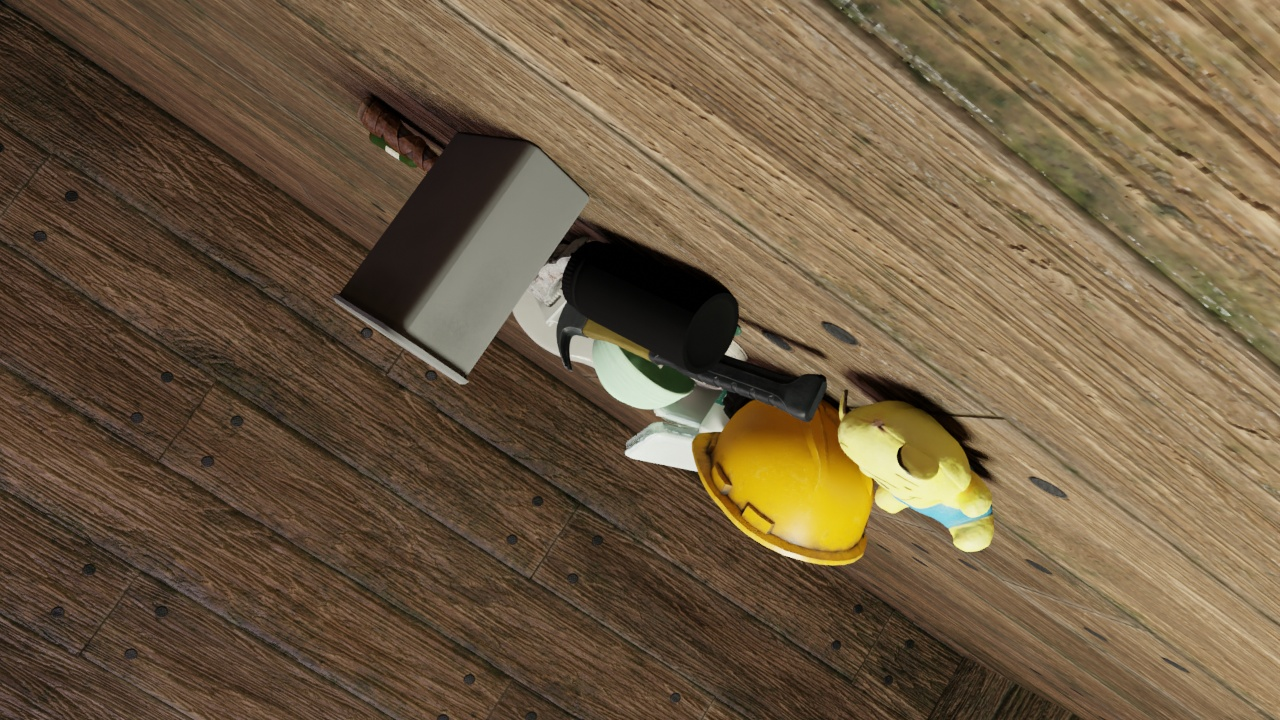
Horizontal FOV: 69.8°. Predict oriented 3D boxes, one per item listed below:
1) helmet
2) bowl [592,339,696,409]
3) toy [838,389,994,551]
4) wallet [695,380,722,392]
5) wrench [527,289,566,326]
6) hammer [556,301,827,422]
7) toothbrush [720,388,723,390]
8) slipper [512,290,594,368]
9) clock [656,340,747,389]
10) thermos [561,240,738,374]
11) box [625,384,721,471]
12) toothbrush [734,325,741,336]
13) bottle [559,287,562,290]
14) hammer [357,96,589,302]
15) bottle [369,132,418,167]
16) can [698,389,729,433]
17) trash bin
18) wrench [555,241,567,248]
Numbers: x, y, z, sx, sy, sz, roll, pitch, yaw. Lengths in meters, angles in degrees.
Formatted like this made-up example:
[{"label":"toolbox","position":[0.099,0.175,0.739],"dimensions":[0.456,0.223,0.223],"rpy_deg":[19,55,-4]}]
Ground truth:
[{"label":"helmet","position":[0.182,0.106,1.064],"dimensions":[0.205,0.131,0.255],"rpy_deg":[8,-153,-28]},{"label":"bowl","position":[-0.007,0.007,1.199],"dimensions":[0.151,0.077,0.150],"rpy_deg":[34,-152,-21]},{"label":"toy","position":[0.270,0.103,0.897],"dimensions":[0.149,0.084,0.214],"rpy_deg":[25,166,47]},{"label":"wallet","position":[0.109,0.056,1.418],"dimensions":[0.115,0.037,0.118],"rpy_deg":[35,169,-11]},{"label":"wrench","position":[-0.161,-0.138,1.270],"dimensions":[0.273,0.086,0.018],"rpy_deg":[41,176,23]},{"label":"hammer","position":[0.040,-0.005,0.978],"dimensions":[0.333,0.117,0.025],"rpy_deg":[21,169,34]},{"label":"toothbrush","position":[0.098,0.019,1.269],"dimensions":[0.222,0.027,0.027],"rpy_deg":[34,145,1]},{"label":"slipper","position":[-0.065,-0.044,1.325],"dimensions":[0.266,0.113,0.080],"rpy_deg":[29,-176,-6]},{"label":"clock","position":[0.058,-0.010,1.130],"dimensions":[0.157,0.061,0.103],"rpy_deg":[21,165,49]},{"label":"thermos","position":[-0.002,-0.064,0.958],"dimensions":[0.199,0.086,0.086],"rpy_deg":[28,171,35]},{"label":"box","position":[0.086,0.083,1.308],"dimensions":[0.215,0.127,0.106],"rpy_deg":[15,150,-31]},{"label":"toothbrush","position":[0.052,-0.052,1.069],"dimensions":[0.016,0.017,0.190],"rpy_deg":[40,170,-35]},{"label":"bottle","position":[-0.139,-0.137,1.214],"dimensions":[0.185,0.045,0.045],"rpy_deg":[29,171,32]},{"label":"hammer","position":[-0.198,-0.195,1.072],"dimensions":[0.319,0.048,0.122],"rpy_deg":[39,149,-4]},{"label":"bottle","position":[-0.296,-0.262,1.164],"dimensions":[0.106,0.025,0.025],"rpy_deg":[33,172,5]},{"label":"can","position":[0.121,0.072,1.222],"dimensions":[0.055,0.101,0.055],"rpy_deg":[33,172,5]},{"label":"trash bin","position":[-0.183,-0.110,0.922],"dimensions":[0.097,0.219,0.192],"rpy_deg":[39,170,-37]},{"label":"wrench","position":[-0.035,-0.102,1.090],"dimensions":[0.273,0.022,0.073],"rpy_deg":[27,162,39]}]
